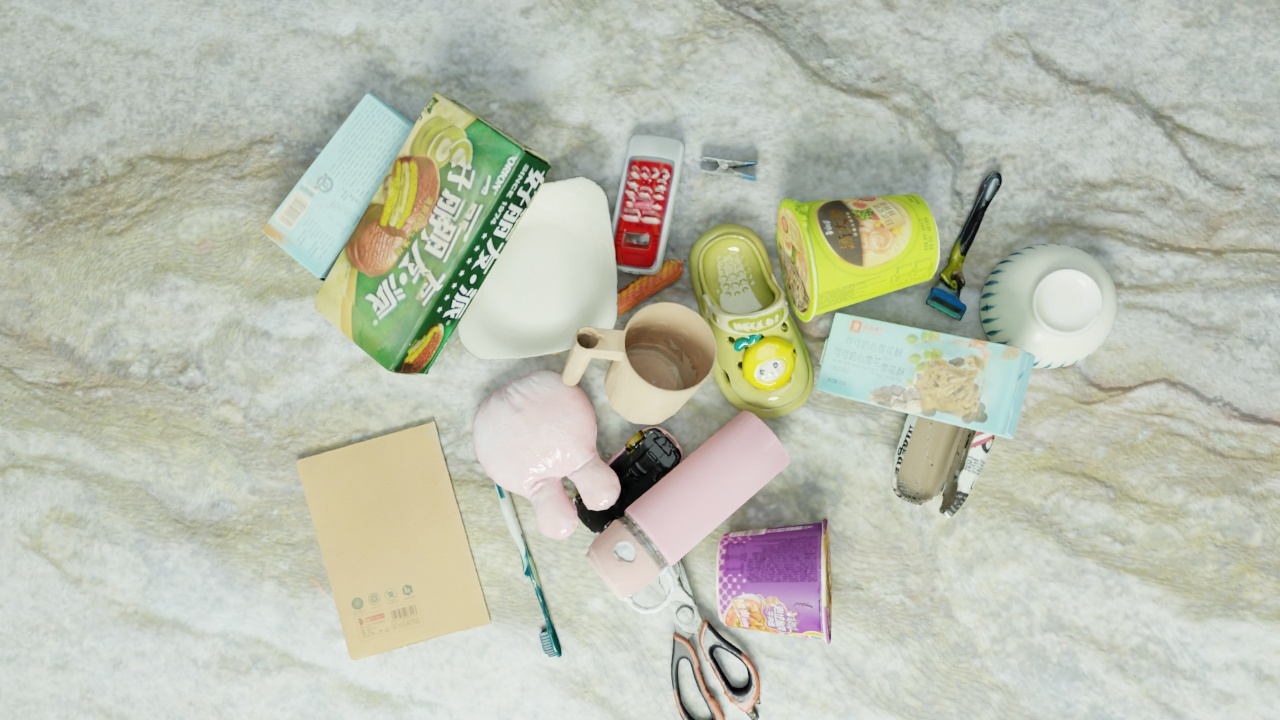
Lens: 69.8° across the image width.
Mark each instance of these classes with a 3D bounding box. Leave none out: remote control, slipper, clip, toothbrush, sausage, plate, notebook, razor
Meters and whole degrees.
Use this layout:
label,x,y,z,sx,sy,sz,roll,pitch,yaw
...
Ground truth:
label,x,y,z,sx,sy,sz,roll,pitch,yaw
remote control,0.004,-0.149,0.872,0.056,0.020,0.136,10,84,14
slipper,0.097,-0.038,0.846,0.092,0.081,0.190,-19,86,7
clip,0.084,-0.185,0.875,0.058,0.026,0.038,7,98,8
toothbrush,-0.113,0.199,0.894,0.018,0.016,0.191,-20,89,15
sausage,-0.027,-0.052,0.884,0.165,0.021,0.021,-32,87,3
plate,-0.099,-0.084,0.874,0.164,0.034,0.163,-7,84,14
notebook,-0.245,0.179,0.907,0.148,0.008,0.207,-16,89,4
razor,0.304,-0.111,0.858,0.042,0.022,0.142,22,89,-22

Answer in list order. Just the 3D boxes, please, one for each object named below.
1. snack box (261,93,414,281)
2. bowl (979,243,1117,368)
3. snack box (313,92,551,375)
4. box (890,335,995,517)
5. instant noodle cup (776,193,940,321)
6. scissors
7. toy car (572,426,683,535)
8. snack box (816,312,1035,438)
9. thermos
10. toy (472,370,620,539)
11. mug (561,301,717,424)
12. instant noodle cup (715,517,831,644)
label,x,y,z,sx,sy,sz,roll,pitch,yaw
snack box,-0.279,-0.165,0.889,0.074,0.051,0.175,39,94,2
bowl,0.375,-0.050,0.829,0.116,0.066,0.116,0,89,5
snack box,-0.195,-0.114,0.852,0.114,0.063,0.240,37,100,20
box,0.279,0.057,0.840,0.087,0.076,0.163,18,92,18
instant noodle cup,0.198,-0.102,0.830,0.123,0.112,0.111,-12,89,-4
scissors,0.061,0.248,0.867,0.185,0.015,0.209,20,96,-1
toy car,-0.012,0.114,0.876,0.122,0.037,0.056,-45,82,13
snack box,0.247,0.011,0.807,0.175,0.051,0.074,15,91,37
thermos,0.047,0.138,0.822,0.198,0.067,0.087,-40,75,-13
toy,-0.089,0.087,0.863,0.121,0.054,0.159,-34,71,6
mug,-0.005,0.005,0.824,0.124,0.104,0.084,5,68,-11
instant noodle cup,0.122,0.200,0.833,0.099,0.111,0.111,-4,89,14
